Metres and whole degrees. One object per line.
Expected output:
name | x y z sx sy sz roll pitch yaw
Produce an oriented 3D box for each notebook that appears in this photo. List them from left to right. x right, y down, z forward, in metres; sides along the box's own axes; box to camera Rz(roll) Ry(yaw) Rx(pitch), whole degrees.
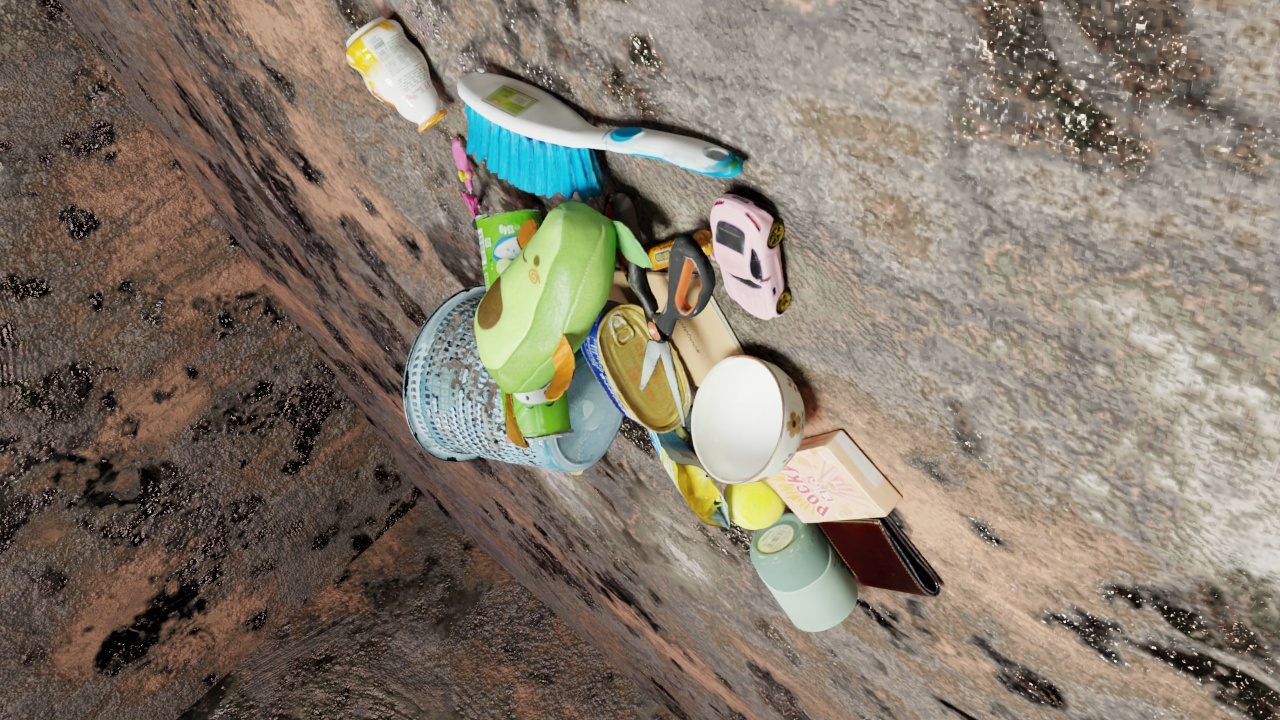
notebook | 0.029 -0.030 0.912 0.208 0.008 0.148 12 140 56

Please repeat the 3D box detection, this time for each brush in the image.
brush | -0.043 -0.171 0.746 0.315 0.060 0.110 32 151 29

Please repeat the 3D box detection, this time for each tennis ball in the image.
tennis ball | 0.120 0.145 0.967 0.065 0.065 0.066 39 158 19

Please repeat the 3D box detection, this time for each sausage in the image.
sausage | 0.022 -0.092 0.796 0.021 0.021 0.165 53 158 -15

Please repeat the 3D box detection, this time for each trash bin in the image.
trash bin | -0.132 0.037 1.095 0.195 0.226 0.227 15 144 33

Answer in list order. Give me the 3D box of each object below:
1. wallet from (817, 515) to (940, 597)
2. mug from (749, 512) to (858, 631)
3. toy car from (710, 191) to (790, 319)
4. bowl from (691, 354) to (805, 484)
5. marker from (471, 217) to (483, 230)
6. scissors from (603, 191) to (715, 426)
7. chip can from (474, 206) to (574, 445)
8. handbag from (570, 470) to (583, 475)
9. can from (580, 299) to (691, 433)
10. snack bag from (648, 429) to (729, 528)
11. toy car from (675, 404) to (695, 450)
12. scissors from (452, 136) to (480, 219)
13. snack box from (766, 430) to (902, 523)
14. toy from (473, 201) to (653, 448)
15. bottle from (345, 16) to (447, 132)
wallet | 0.229 0.189 0.903 0.096 0.020 0.122 54 159 -4
mug | 0.171 0.218 0.994 0.106 0.082 0.111 55 -171 -20
toy car | 0.081 -0.075 0.696 0.056 0.037 0.122 34 156 35
bowl | 0.105 0.055 0.814 0.062 0.113 0.114 11 -176 -38
marker | -0.148 -0.137 1.043 0.132 0.020 0.022 29 151 40
scissors | 0.016 -0.042 0.800 0.222 0.021 0.221 -12 103 65
chip can | -0.120 -0.035 0.944 0.072 0.072 0.236 -6 92 65
handbag | -0.128 0.078 1.336 0.163 0.063 0.179 40 154 13
can | -0.005 0.005 0.926 0.049 0.074 0.148 20 145 57
snack bag | 0.044 0.108 1.012 0.110 0.039 0.191 46 -176 -22
toy car | 0.074 0.083 0.973 0.091 0.043 0.036 47 -174 -21
scissors | -0.181 -0.174 0.995 0.128 0.017 0.133 -111 8 -50
snack box | 0.171 0.113 0.868 0.084 0.026 0.157 48 159 -3
toy | -0.090 -0.046 0.818 0.247 0.089 0.226 -54 41 36
bottle | -0.237 -0.278 0.902 0.108 0.063 0.063 53 158 -15
